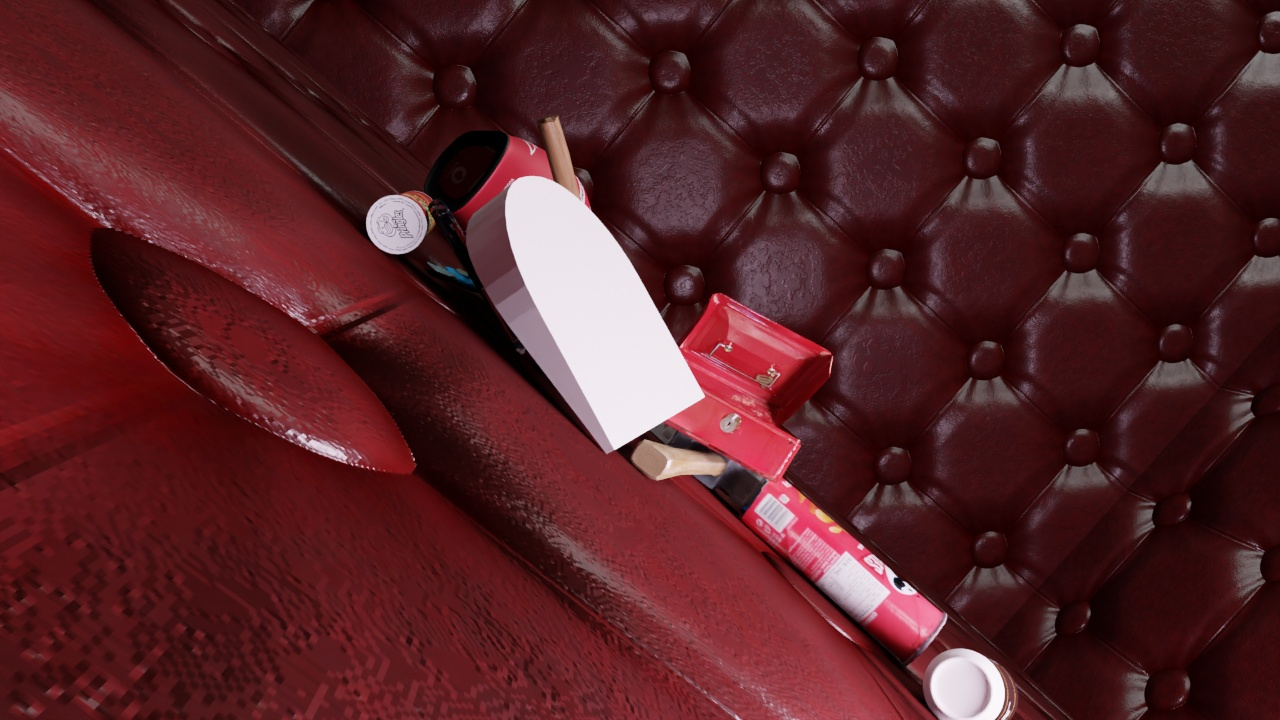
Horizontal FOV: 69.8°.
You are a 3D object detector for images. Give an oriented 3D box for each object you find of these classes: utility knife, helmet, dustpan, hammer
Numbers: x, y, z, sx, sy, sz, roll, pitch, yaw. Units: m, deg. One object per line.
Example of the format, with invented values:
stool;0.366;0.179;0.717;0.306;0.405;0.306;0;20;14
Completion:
utility knife;-0.195;-0.090;1.012;0.031;0.015;0.225;36;4;4
helmet;-0.191;-0.233;1.439;0.224;0.197;0.271;38;-5;-34
dustpan;-0.060;-0.046;0.856;0.257;0.053;0.191;61;29;3
hammer;0.054;0.106;0.956;0.117;0.051;0.322;36;4;17
hammer;-0.059;-0.115;1.044;0.098;0.052;0.329;4;-59;39

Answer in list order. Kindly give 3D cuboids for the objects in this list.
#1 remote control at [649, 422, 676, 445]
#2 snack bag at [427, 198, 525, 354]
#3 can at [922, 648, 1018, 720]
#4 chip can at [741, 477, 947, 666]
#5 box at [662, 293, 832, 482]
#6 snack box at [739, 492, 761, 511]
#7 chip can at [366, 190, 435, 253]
remote control;0.047;0.083;1.141;0.143;0.049;0.024;41;4;9
snack bag;-0.155;-0.081;0.871;0.155;0.018;0.074;63;-8;-25
can;0.321;0.320;0.888;0.072;0.072;0.128;43;4;34
chip can;0.216;0.224;1.002;0.233;0.073;0.073;40;3;15
box;0.097;0.050;0.998;0.157;0.155;0.147;26;-37;-5
snack box;0.245;0.248;1.146;0.239;0.056;0.195;42;2;23
chip can;-0.232;-0.141;0.911;0.052;0.052;0.214;40;3;-15
